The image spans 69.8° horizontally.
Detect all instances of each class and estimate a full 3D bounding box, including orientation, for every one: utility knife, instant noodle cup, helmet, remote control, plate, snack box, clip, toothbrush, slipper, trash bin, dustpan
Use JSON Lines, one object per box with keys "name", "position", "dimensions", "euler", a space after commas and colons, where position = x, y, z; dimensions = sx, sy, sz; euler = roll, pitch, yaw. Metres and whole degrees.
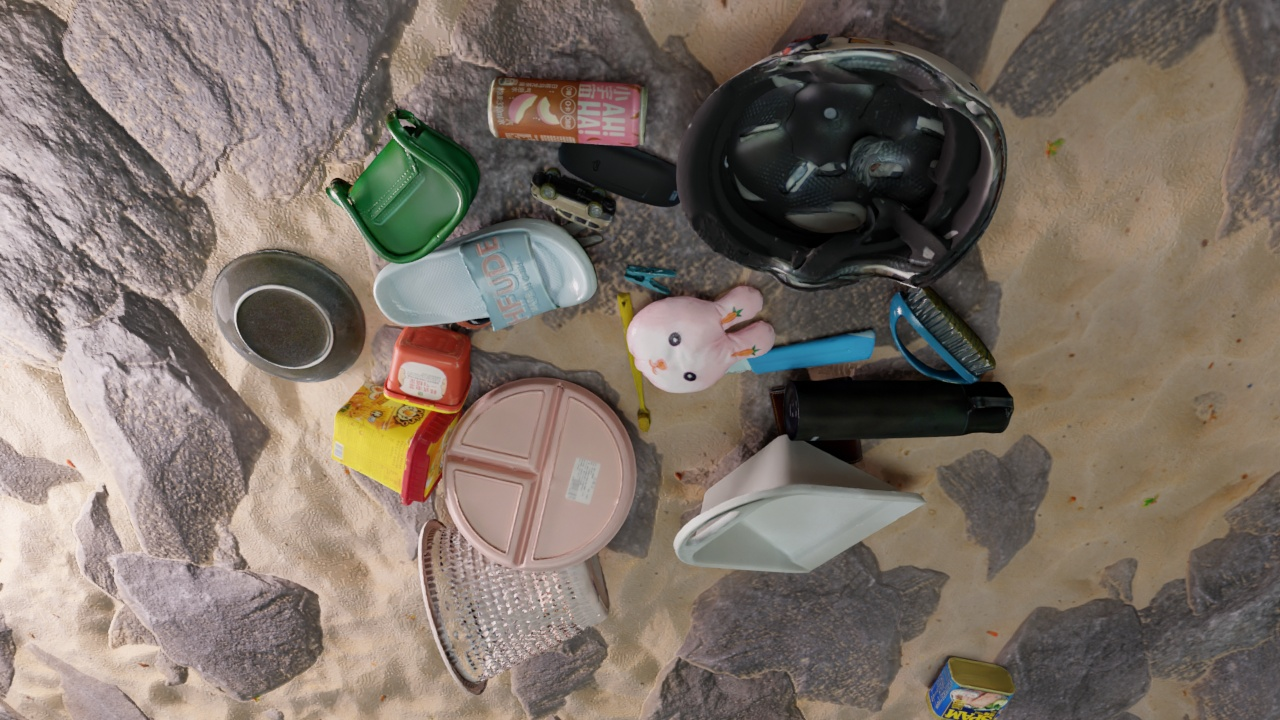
{"name": "utility knife", "position": [0.158, -0.003, 1.044], "dimensions": [0.216, 0.018, 0.034], "euler": [-9, 112, 11]}
{"name": "instant noodle cup", "position": [-0.292, 0.092, 1.093], "dimensions": [0.124, 0.116, 0.116], "euler": [19, 124, 5]}
{"name": "helmet", "position": [0.181, -0.190, 0.828], "dimensions": [0.274, 0.156, 0.230], "euler": [4, 128, 14]}
{"name": "remote control", "position": [-0.017, -0.189, 0.921], "dimensions": [0.136, 0.024, 0.053], "euler": [19, 125, -9]}
{"name": "plate", "position": [-0.406, -0.043, 1.053], "dimensions": [0.179, 0.024, 0.180], "euler": [2, 126, 2]}
{"name": "snack box", "position": [-0.238, 0.008, 1.040], "dimensions": [0.091, 0.081, 0.080], "euler": [14, 126, -4]}
{"name": "clip", "position": [0.010, -0.090, 0.996], "dimensions": [0.055, 0.013, 0.038], "euler": [13, 125, -7]}
{"name": "toothbrush", "position": [-0.006, 0.006, 1.062], "dimensions": [0.016, 0.016, 0.190], "euler": [-5, 125, 6]}
{"name": "slipper", "position": [-0.168, -0.080, 0.961], "dimensions": [0.246, 0.074, 0.104], "euler": [-9, 121, 12]}
{"name": "trash bin", "position": [-0.150, 0.284, 1.167], "dimensions": [0.192, 0.227, 0.228], "euler": [-18, 123, 1]}
{"name": "dustpan", "position": [0.172, 0.207, 1.102], "dimensions": [0.257, 0.142, 0.223], "euler": [34, 130, -15]}
{"name": "plate", "position": [-0.119, 0.134, 1.074], "dimensions": [0.229, 0.028, 0.229], "euler": [0, 87, -2]}

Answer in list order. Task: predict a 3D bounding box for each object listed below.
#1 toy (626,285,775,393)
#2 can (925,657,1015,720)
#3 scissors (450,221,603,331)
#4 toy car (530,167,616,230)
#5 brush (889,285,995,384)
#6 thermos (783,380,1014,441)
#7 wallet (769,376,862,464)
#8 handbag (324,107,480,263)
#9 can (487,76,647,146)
{"name": "toy", "position": [0.066, -0.025, 1.017], "dimensions": [0.159, 0.054, 0.121], "euler": [-21, 119, 9]}
{"name": "can", "position": [0.483, 0.486, 1.342], "dimensions": [0.102, 0.057, 0.083], "euler": [11, 123, -4]}
{"name": "scissors", "position": [-0.141, -0.094, 1.004], "dimensions": [0.202, 0.015, 0.205], "euler": [14, 124, -5]}
{"name": "toy car", "position": [-0.070, -0.163, 0.932], "dimensions": [0.090, 0.042, 0.035], "euler": [22, 125, -11]}
{"name": "brush", "position": [0.319, -0.022, 0.996], "dimensions": [0.144, 0.055, 0.074], "euler": [39, 118, -22]}
{"name": "thermos", "position": [0.288, 0.050, 1.020], "dimensions": [0.242, 0.068, 0.090], "euler": [-2, 165, -4]}
{"name": "wallet", "position": [0.211, 0.077, 1.097], "dimensions": [0.096, 0.020, 0.122], "euler": [-9, 122, 11]}
{"name": "handbag", "position": [-0.236, -0.171, 0.923], "dimensions": [0.120, 0.067, 0.132], "euler": [40, 118, -21]}
{"name": "can", "position": [-0.068, -0.236, 0.871], "dimensions": [0.147, 0.057, 0.058], "euler": [4, 125, 1]}
